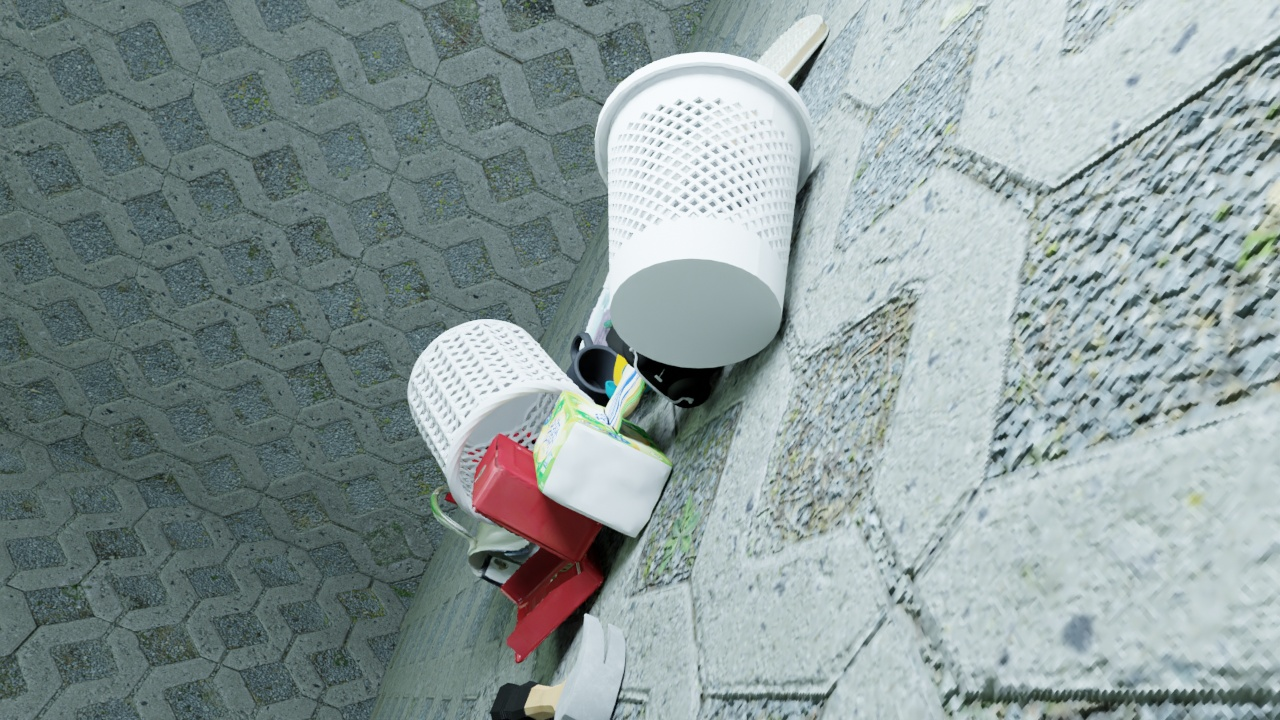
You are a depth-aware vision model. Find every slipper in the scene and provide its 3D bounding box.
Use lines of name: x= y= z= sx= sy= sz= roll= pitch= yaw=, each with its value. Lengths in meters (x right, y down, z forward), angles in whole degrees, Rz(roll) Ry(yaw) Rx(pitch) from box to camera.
slipper: x=0.129 y=-0.280 z=1.053 sx=0.263 sy=0.052 sz=0.115 roll=-52 pitch=25 yaw=2

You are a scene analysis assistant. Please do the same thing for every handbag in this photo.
handbag: x=-0.173 y=0.196 z=1.133 sx=0.074 sy=0.176 sz=0.151 roll=-59 pitch=12 yaw=31

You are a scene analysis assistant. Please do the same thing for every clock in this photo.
clock: x=-0.006 y=0.006 z=1.087 sx=0.099 sy=0.043 sz=0.129 roll=139 pitch=146 yaw=-61
clock: x=0.031 y=-0.006 z=0.820 sx=0.043 sy=0.091 sz=0.120 roll=-44 pitch=7 yaw=37

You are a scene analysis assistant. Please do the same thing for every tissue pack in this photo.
tissue pack: x=-0.029 y=0.068 z=0.905 sx=0.141 sy=0.120 sz=0.198 roll=-63 pitch=17 yaw=2

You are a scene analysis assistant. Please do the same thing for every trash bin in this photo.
trash bin: x=0.049 y=-0.113 z=0.766 sx=0.196 sy=0.195 sz=0.199 roll=127 pitch=155 yaw=-49

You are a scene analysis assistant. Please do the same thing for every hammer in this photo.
hammer: x=-0.087 y=0.307 z=0.825 sx=0.131 sy=0.039 sz=0.329 roll=-68 pitch=10 yaw=-26

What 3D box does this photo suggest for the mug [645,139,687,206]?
mug: x=0.055 y=-0.218 z=1.202 sx=0.122 sy=0.090 sz=0.090 roll=-56 pitch=13 yaw=42

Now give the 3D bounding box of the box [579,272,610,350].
box: x=-0.032 y=-0.043 z=1.329 sx=0.154 sy=0.066 sz=0.201 roll=93 pitch=-166 yaw=-58

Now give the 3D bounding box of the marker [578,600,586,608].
marker: x=-0.071 y=0.238 z=0.983 sx=0.011 sy=0.011 sz=0.152 roll=-65 pitch=10 yaw=-1

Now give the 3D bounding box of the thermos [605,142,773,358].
thermos: x=0.052 y=-0.108 z=0.978 sx=0.241 sy=0.082 sz=0.082 roll=-62 pitch=10 yaw=16

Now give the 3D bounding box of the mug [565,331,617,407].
mug: x=-0.067 y=0.015 z=1.185 sx=0.078 sy=0.071 sz=0.105 roll=-55 pitch=48 yaw=52

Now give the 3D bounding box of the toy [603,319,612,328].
toy: x=0.011 y=-0.105 z=1.199 sx=0.130 sy=0.072 sz=0.194 roll=-53 pitch=1 yaw=-33

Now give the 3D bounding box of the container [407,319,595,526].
container: x=-0.165 y=0.070 z=1.103 sx=0.187 sy=0.189 sz=0.189 roll=44 pitch=110 yaw=51

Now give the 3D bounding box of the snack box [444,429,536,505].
snack box: x=-0.182 y=0.168 z=1.316 sx=0.132 sy=0.152 sz=0.036 roll=-67 pitch=10 yaw=-14

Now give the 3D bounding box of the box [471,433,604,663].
box: x=-0.122 y=0.173 z=0.937 sx=0.156 sy=0.170 sz=0.157 roll=-40 pitch=10 yaw=-3
